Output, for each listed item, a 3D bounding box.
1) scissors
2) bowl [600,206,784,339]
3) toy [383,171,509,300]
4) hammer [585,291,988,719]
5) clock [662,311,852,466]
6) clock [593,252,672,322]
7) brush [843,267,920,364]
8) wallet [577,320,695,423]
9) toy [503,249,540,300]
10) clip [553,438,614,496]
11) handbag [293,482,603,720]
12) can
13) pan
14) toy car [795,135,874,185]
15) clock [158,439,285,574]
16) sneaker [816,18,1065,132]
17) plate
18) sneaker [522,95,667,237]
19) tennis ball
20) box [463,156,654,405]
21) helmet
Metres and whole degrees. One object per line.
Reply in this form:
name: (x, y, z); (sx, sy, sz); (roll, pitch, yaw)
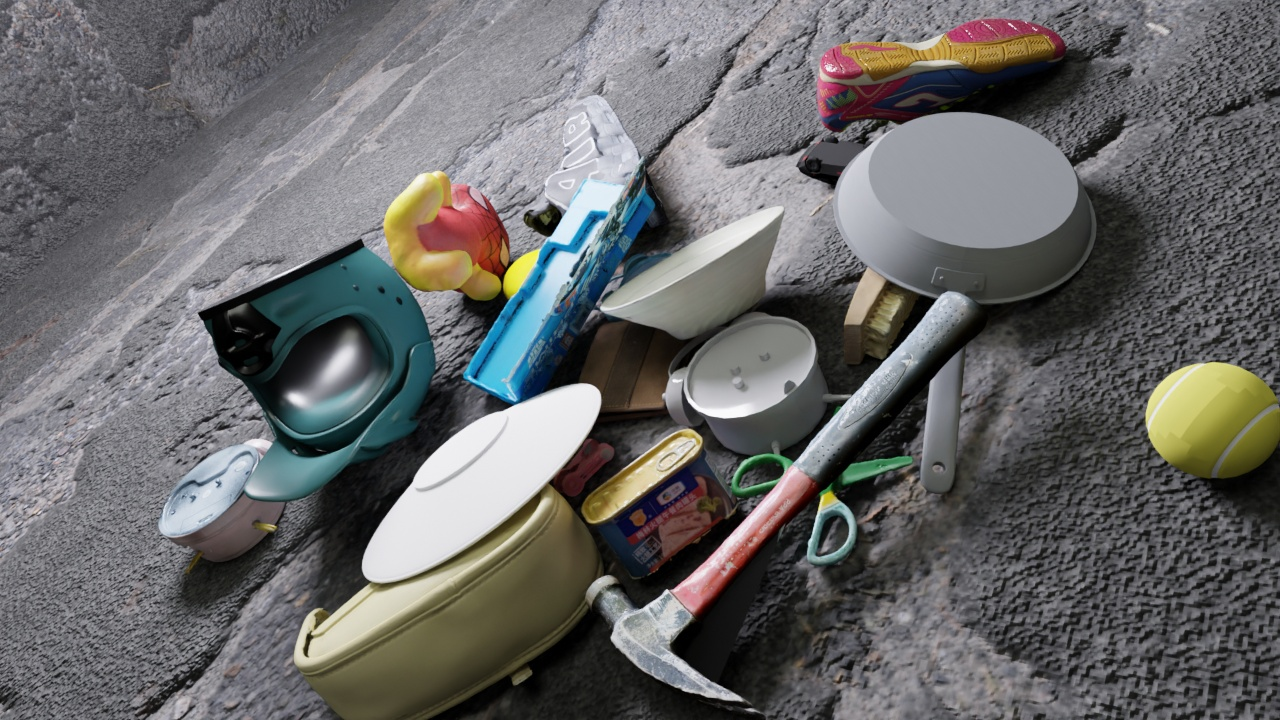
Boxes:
scissors: (0.126, 0.087, 0.628); (0.125, 0.011, 0.130); (-13, 52, 7)
bowl: (0.055, -0.064, 0.783); (0.177, 0.058, 0.176); (-28, 11, 6)
toy: (-0.209, -0.133, 1.019); (0.099, 0.147, 0.216); (-12, 4, 8)
hammer: (0.114, 0.082, 0.594); (0.326, 0.036, 0.140); (-46, 46, -7)
clock: (0.080, 0.012, 0.725); (0.119, 0.061, 0.159); (-41, 38, -12)
clock: (0.001, -0.069, 0.904); (0.123, 0.042, 0.087); (-3, 44, 41)
brush: (0.196, -0.050, 0.726); (0.039, 0.049, 0.116); (19, 57, 26)
wallet: (-0.005, 0.005, 0.827); (0.099, 0.027, 0.120); (-7, 43, 27)
toy: (-0.107, -0.093, 1.006); (0.094, 0.041, 0.095); (-20, 36, 8)
clip: (-0.043, 0.089, 0.761); (0.044, 0.023, 0.060); (-8, 36, 31)
handbag: (-0.146, 0.179, 0.686); (0.232, 0.088, 0.191); (-38, 21, -8)
can: (0.015, 0.102, 0.656); (0.099, 0.059, 0.054); (-36, 18, -5)
pan: (0.236, -0.066, 0.681); (0.201, 0.051, 0.355); (10, 54, 12)
toy car: (0.201, -0.193, 0.903); (0.092, 0.036, 0.042); (20, 57, 36)
clock: (-0.425, 0.138, 0.948); (0.117, 0.059, 0.157); (-29, 36, 2)
sneaker: (0.294, -0.278, 0.912); (0.242, 0.091, 0.116); (-8, 44, 0)
plate: (-0.133, 0.081, 0.724); (0.230, 0.030, 0.229); (-32, 17, 11)
sneaker: (-0.072, -0.205, 1.063); (0.151, 0.097, 0.252); (-27, 41, 2)
tennis ball: (0.322, 0.034, 0.517); (0.065, 0.065, 0.065); (-20, 37, 16)
box: (-0.064, -0.068, 0.871); (0.243, 0.070, 0.171); (-60, 20, -10)
helmet: (-0.299, 0.010, 0.880); (0.176, 0.200, 0.274); (-20, 15, 11)
